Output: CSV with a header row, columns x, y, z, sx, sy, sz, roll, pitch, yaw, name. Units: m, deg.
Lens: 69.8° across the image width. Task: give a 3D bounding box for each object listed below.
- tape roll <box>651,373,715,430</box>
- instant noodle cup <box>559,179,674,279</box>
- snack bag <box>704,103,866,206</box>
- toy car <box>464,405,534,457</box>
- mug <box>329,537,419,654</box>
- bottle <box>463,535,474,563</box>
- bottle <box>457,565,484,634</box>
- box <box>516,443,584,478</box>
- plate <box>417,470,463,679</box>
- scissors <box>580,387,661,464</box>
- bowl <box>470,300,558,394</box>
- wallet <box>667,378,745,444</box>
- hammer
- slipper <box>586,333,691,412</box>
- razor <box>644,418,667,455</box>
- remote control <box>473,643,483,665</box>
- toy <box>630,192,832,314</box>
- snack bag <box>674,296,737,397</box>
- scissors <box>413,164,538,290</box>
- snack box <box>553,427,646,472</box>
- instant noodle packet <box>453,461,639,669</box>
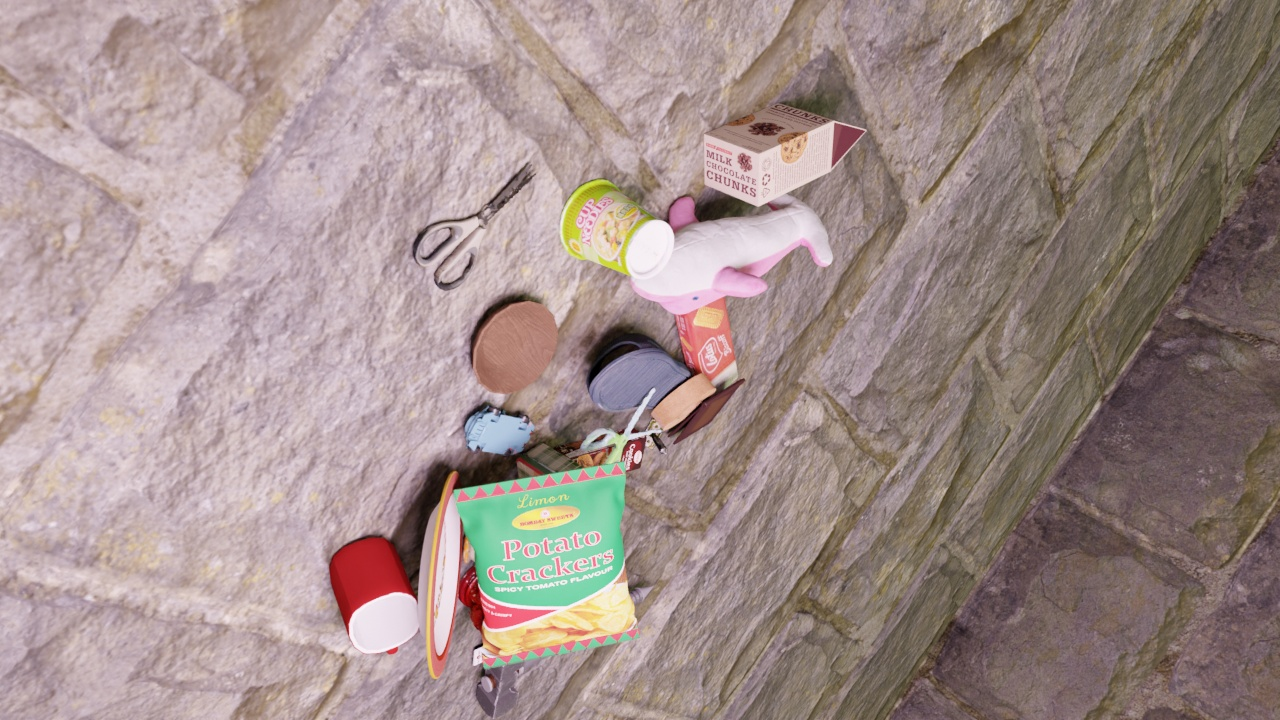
x,y,z,sx,sy,sz,roll,pitch,yaw,name
0.060,0.058,1.276,0.094,0.027,0.094,-36,169,-9,tape roll
-0.023,-0.144,1.049,0.098,0.108,0.099,-24,130,-33,instant noodle cup
0.190,-0.279,1.189,0.205,0.094,0.070,-29,133,-30,snack bag
-0.174,0.084,1.108,0.060,0.027,0.107,-61,150,5,toy car
-0.298,0.276,1.040,0.080,0.096,0.116,-17,126,-22,mug
-0.170,0.241,1.166,0.108,0.063,0.063,3,118,-8,bottle
-0.174,0.316,1.195,0.098,0.111,0.099,-24,130,-33,bottle
-0.102,0.214,1.199,0.050,0.118,0.206,-35,138,-39,box
-0.229,0.241,1.043,0.021,0.229,0.230,3,119,-3,plate
-0.023,0.104,1.200,0.171,0.021,0.172,-3,129,-50,scissors
-0.151,-0.020,1.060,0.117,0.030,0.118,-25,131,-33,bowl
0.097,0.074,1.336,0.091,0.018,0.116,-28,165,-39,wallet
-0.098,0.408,1.376,0.321,0.043,0.156,-20,138,-39,hammer
-0.007,0.007,1.190,0.101,0.082,0.263,-43,163,12,slipper
0.024,0.114,1.283,0.026,0.106,0.042,31,94,-12,razor
-0.187,0.399,1.314,0.124,0.012,0.028,-15,125,-40,remote control
0.106,-0.122,1.152,0.265,0.186,0.128,-23,147,-16,toy
0.090,-0.039,1.290,0.077,0.041,0.225,-39,136,-24,snack bag
-0.174,-0.150,0.962,0.132,0.012,0.170,9,112,-50,scissors
-0.057,0.134,1.257,0.140,0.032,0.051,-11,122,-42,snack box
-0.105,0.247,1.091,0.195,0.090,0.253,-8,113,-10,instant noodle packet
